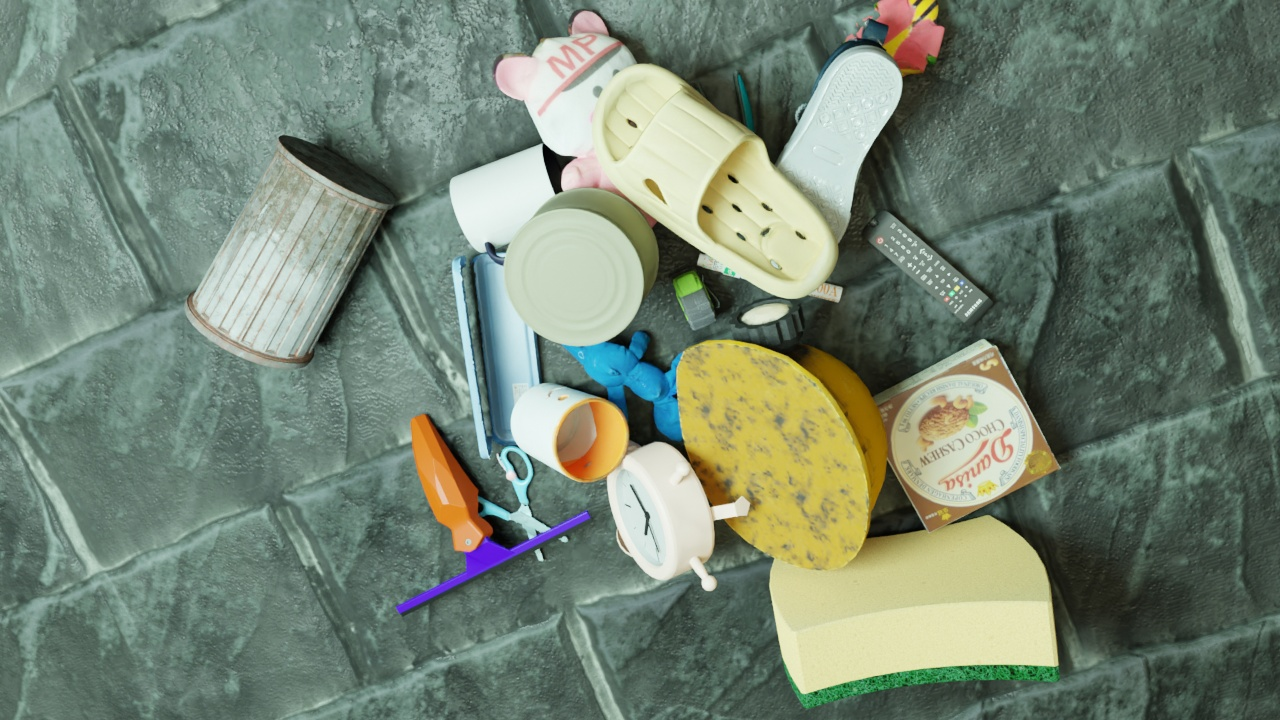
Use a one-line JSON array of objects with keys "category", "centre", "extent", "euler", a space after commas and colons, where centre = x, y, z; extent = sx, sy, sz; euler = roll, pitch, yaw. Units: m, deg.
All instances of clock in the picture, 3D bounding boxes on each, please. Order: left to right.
[{"category": "clock", "centre": [0.026, 0.147, 0.924], "extent": [0.086, 0.161, 0.131], "euler": [-20, 102, -32]}]

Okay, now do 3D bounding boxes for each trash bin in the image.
[{"category": "trash bin", "centre": [-0.349, -0.099, 0.912], "extent": [0.131, 0.130, 0.211], "euler": [33, 102, -2]}]

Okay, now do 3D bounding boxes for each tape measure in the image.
[{"category": "tape measure", "centre": [0.056, -0.062, 0.907], "extent": [0.036, 0.065, 0.059], "euler": [-24, 106, 3]}]

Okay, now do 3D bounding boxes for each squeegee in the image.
[{"category": "squeegee", "centre": [-0.201, 0.143, 0.979], "extent": [0.250, 0.055, 0.184], "euler": [-28, 82, 14]}]

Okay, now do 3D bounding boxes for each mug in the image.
[{"category": "mug", "centre": [-0.121, -0.143, 0.891], "extent": [0.097, 0.078, 0.111], "euler": [-18, 65, 10]}, {"category": "mug", "centre": [-0.072, 0.070, 0.915], "extent": [0.082, 0.105, 0.082], "euler": [-5, 100, -31]}]

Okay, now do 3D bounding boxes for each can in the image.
[{"category": "can", "centre": [-0.052, -0.083, 0.816], "extent": [0.128, 0.073, 0.128], "euler": [4, 114, 9]}]

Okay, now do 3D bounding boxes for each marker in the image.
[{"category": "marker", "centre": [0.129, -0.084, 0.917], "extent": [0.145, 0.017, 0.017], "euler": [15, 104, 3]}]

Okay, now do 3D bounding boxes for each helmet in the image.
[{"category": "helmet", "centre": [0.153, 0.063, 0.880], "extent": [0.206, 0.131, 0.255], "euler": [6, 124, 44]}]

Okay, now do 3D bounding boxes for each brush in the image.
[{"category": "brush", "centre": [0.255, 0.234, 0.882], "extent": [0.250, 0.194, 0.075], "euler": [-10, 101, 8]}]

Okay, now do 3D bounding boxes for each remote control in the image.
[{"category": "remote control", "centre": [0.282, -0.090, 0.899], "extent": [0.147, 0.015, 0.033], "euler": [40, 104, -3]}]

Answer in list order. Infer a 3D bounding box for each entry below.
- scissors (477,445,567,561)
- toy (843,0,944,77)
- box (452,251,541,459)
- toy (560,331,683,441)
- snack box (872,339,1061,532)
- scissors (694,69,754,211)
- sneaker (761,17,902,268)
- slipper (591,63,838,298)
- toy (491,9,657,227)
[{"category": "scissors", "centre": [-0.147, 0.166, 1.007], "extent": [0.120, 0.015, 0.138], "euler": [-17, 95, 10]}, {"category": "toy", "centre": [0.236, -0.299, 0.845], "extent": [0.084, 0.046, 0.103], "euler": [22, 100, 15]}, {"category": "box", "centre": [-0.148, -0.005, 0.936], "extent": [0.073, 0.078, 0.210], "euler": [-3, 102, 10]}, {"category": "toy", "centre": [-0.005, 0.005, 0.929], "extent": [0.176, 0.070, 0.113], "euler": [34, 115, -2]}, {"category": "snack box", "centre": [0.317, 0.076, 0.919], "extent": [0.143, 0.041, 0.147], "euler": [-29, 97, 11]}, {"category": "scissors", "centre": [0.097, -0.210, 0.892], "extent": [0.131, 0.019, 0.150], "euler": [28, 103, 0]}, {"category": "sneaker", "centre": [0.171, -0.195, 0.857], "extent": [0.089, 0.087, 0.236], "euler": [19, 126, -6]}, {"category": "slipper", "centre": [0.065, -0.152, 0.795], "extent": [0.261, 0.079, 0.111], "euler": [40, 93, -4]}, {"category": "toy", "centre": [-0.034, -0.219, 0.867], "extent": [0.141, 0.084, 0.213], "euler": [-40, 102, -16]}]
